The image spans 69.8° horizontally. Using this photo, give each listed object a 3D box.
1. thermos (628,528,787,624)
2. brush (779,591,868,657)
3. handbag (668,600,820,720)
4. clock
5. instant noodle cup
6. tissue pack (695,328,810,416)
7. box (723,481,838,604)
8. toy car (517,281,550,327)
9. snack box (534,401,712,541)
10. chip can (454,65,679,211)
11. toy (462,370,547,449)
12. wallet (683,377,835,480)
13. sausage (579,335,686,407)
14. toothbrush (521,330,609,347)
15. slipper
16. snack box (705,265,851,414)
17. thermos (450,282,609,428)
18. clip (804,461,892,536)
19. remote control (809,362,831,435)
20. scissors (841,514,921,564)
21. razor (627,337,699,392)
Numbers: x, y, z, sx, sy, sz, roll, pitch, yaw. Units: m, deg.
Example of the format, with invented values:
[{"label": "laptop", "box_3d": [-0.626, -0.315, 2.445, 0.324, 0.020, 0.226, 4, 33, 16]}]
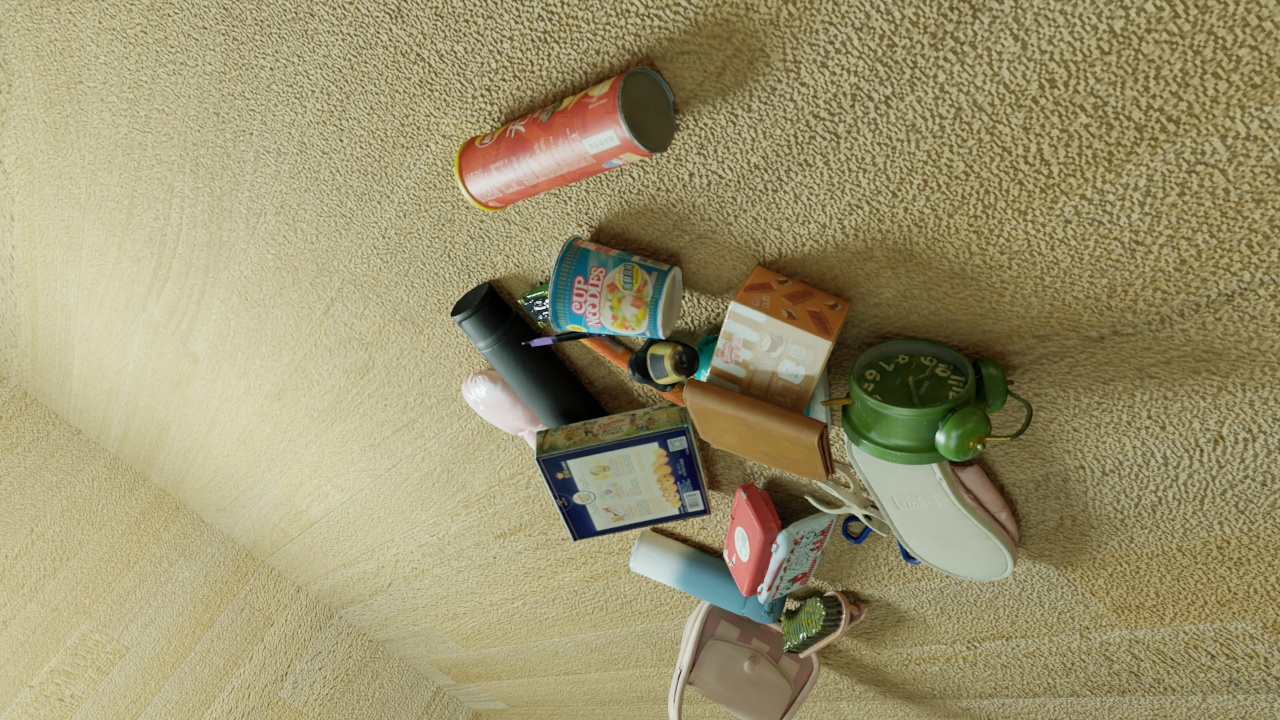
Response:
[{"label": "thermos", "box_3d": [0.094, 0.303, 1.280, 0.221, 0.070, 0.070, 18, 144, 19]}, {"label": "brush", "box_3d": [0.245, 0.350, 1.229, 0.073, 0.063, 0.146, 7, 147, -16]}, {"label": "handbag", "box_3d": [0.132, 0.472, 1.311, 0.193, 0.233, 0.094, 30, 148, 2]}, {"label": "clock", "box_3d": [0.246, 0.035, 0.779, 0.161, 0.115, 0.056, 14, 132, 29]}, {"label": "instant noodle cup", "box_3d": [-0.020, -0.066, 0.887, 0.110, 0.099, 0.099, 11, 142, 16]}, {"label": "tissue pack", "box_3d": [0.108, 0.036, 0.917, 0.133, 0.050, 0.093, 41, 155, 27]}, {"label": "box", "box_3d": [0.168, 0.220, 1.139, 0.201, 0.100, 0.095, 93, 154, -54]}, {"label": "toy car", "box_3d": [-0.093, -0.065, 0.986, 0.091, 0.036, 0.043, -13, 127, 45]}, {"label": "snack box", "box_3d": [-0.017, 0.136, 1.097, 0.182, 0.045, 0.178, -11, 136, 4]}, {"label": "chip can", "box_3d": [-0.070, -0.184, 0.785, 0.217, 0.073, 0.073, -8, 130, 44]}, {"label": "toy", "box_3d": [-0.160, 0.070, 1.193, 0.159, 0.054, 0.122, 42, 152, -13]}, {"label": "wallet", "box_3d": [0.109, 0.069, 0.833, 0.131, 0.035, 0.119, 18, 159, 26]}, {"label": "sausage", "box_3d": [-0.006, 0.006, 1.020, 0.165, 0.021, 0.022, 34, 146, -3]}, {"label": "toothbrush", "box_3d": [-0.052, -0.028, 0.988, 0.189, 0.016, 0.014, -9, 131, 29]}, {"label": "slipper", "box_3d": [0.291, 0.132, 0.912, 0.114, 0.054, 0.274, -16, 128, 40]}, {"label": "snack box", "box_3d": [0.123, -0.016, 0.822, 0.094, 0.076, 0.093, 24, 128, 11]}, {"label": "thermos", "box_3d": [-0.127, 0.013, 1.096, 0.242, 0.068, 0.090, 51, 169, -23]}, {"label": "clip", "box_3d": [0.226, 0.158, 1.009, 0.104, 0.034, 0.087, 41, 145, -4]}, {"label": "remote control", "box_3d": [0.163, 0.032, 0.918, 0.049, 0.024, 0.125, 13, 142, 26]}, {"label": "scissors", "box_3d": [0.272, 0.174, 1.023, 0.162, 0.012, 0.163, 48, 143, -19]}, {"label": "razor", "box_3d": [0.026, 0.003, 0.899, 0.167, 0.067, 0.062, 175, 84, -84]}]
